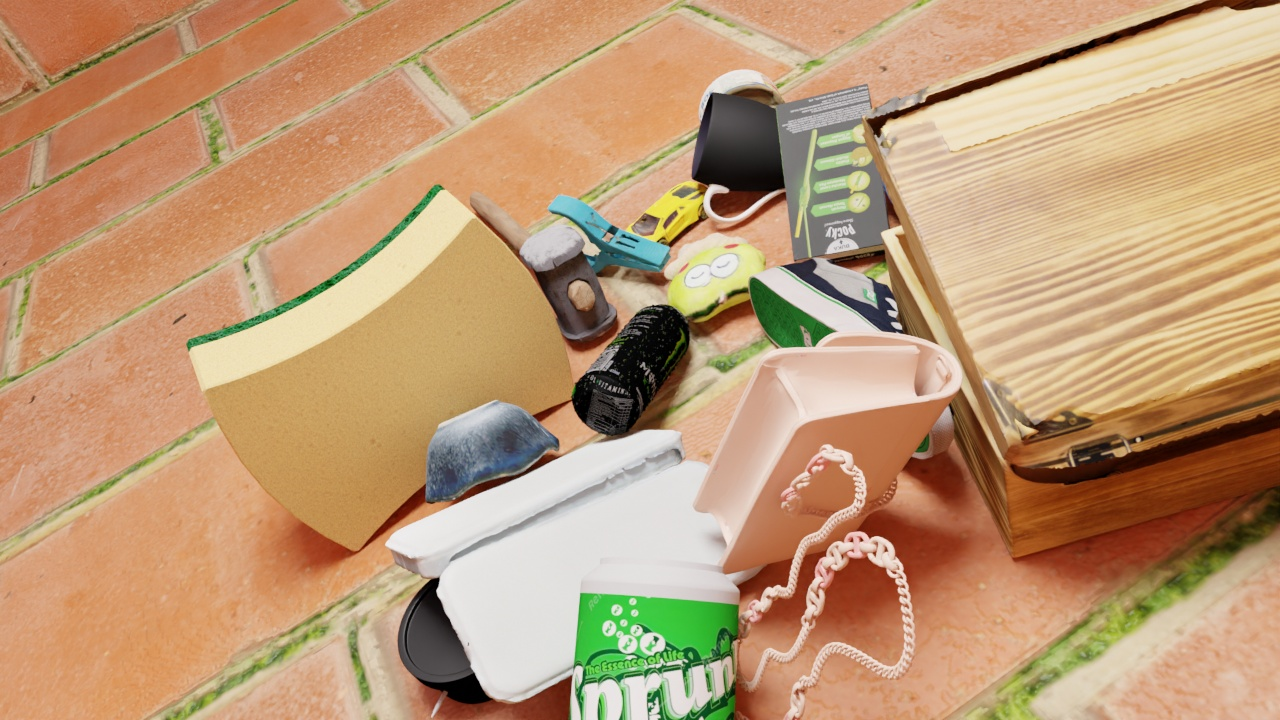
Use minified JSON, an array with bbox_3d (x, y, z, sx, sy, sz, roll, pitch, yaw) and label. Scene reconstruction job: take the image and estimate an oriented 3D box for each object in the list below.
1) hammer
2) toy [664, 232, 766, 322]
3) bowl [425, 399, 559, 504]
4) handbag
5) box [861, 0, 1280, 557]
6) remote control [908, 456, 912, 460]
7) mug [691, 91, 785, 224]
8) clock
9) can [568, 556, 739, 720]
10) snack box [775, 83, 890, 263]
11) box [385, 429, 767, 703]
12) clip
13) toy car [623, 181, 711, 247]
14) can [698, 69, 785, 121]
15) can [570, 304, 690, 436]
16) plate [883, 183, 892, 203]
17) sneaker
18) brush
[{"bbox_3d":[-0.116,-0.118,0.908,0.052,0.098,0.328,-32,35,-10],"label":"hammer"},{"bbox_3d":[0.062,-0.077,0.799,0.092,0.046,0.115,-27,32,7],"label":"toy"},{"bbox_3d":[-0.120,0.064,0.694,0.110,0.055,0.110,-24,2,1],"label":"bowl"},{"bbox_3d":[0.119,0.105,0.506,0.116,0.199,0.187,-3,49,-21],"label":"handbag"},{"bbox_3d":[0.304,-0.055,0.527,0.279,0.221,0.258,-17,43,7],"label":"box"},{"bbox_3d":[0.139,0.045,0.657,0.124,0.009,0.046,24,60,41],"label":"remote control"},{"bbox_3d":[0.103,-0.184,0.866,0.100,0.085,0.119,11,88,-5],"label":"mug"},{"bbox_3d":[-0.101,0.175,0.614,0.120,0.042,0.091,-36,42,-12],"label":"clock"},{"bbox_3d":[0.007,0.179,0.489,0.088,0.087,0.139,-3,73,24],"label":"can"},{"bbox_3d":[0.166,-0.158,0.790,0.080,0.025,0.147,-9,74,18],"label":"snack box"},{"bbox_3d":[-0.044,0.111,0.597,0.210,0.084,0.186,-20,31,-27],"label":"box"},{"bbox_3d":[-0.038,-0.105,0.866,0.121,0.119,0.033,35,59,-3],"label":"clip"},{"bbox_3d":[0.024,-0.136,0.891,0.106,0.030,0.049,-45,45,-19],"label":"toy car"},{"bbox_3d":[0.103,-0.244,0.921,0.086,0.086,0.043,-18,41,8],"label":"can"},{"bbox_3d":[-0.004,0.004,0.714,0.054,0.054,0.137,-1,29,26],"label":"can"},{"bbox_3d":[0.320,-0.169,0.774,0.225,0.024,0.223,-13,47,14],"label":"plate"},{"bbox_3d":[0.161,-0.017,0.650,0.079,0.084,0.235,-23,32,-8],"label":"sneaker"},{"bbox_3d":[-0.191,0.008,0.717,0.250,0.195,0.075,-35,42,-12],"label":"brush"}]
